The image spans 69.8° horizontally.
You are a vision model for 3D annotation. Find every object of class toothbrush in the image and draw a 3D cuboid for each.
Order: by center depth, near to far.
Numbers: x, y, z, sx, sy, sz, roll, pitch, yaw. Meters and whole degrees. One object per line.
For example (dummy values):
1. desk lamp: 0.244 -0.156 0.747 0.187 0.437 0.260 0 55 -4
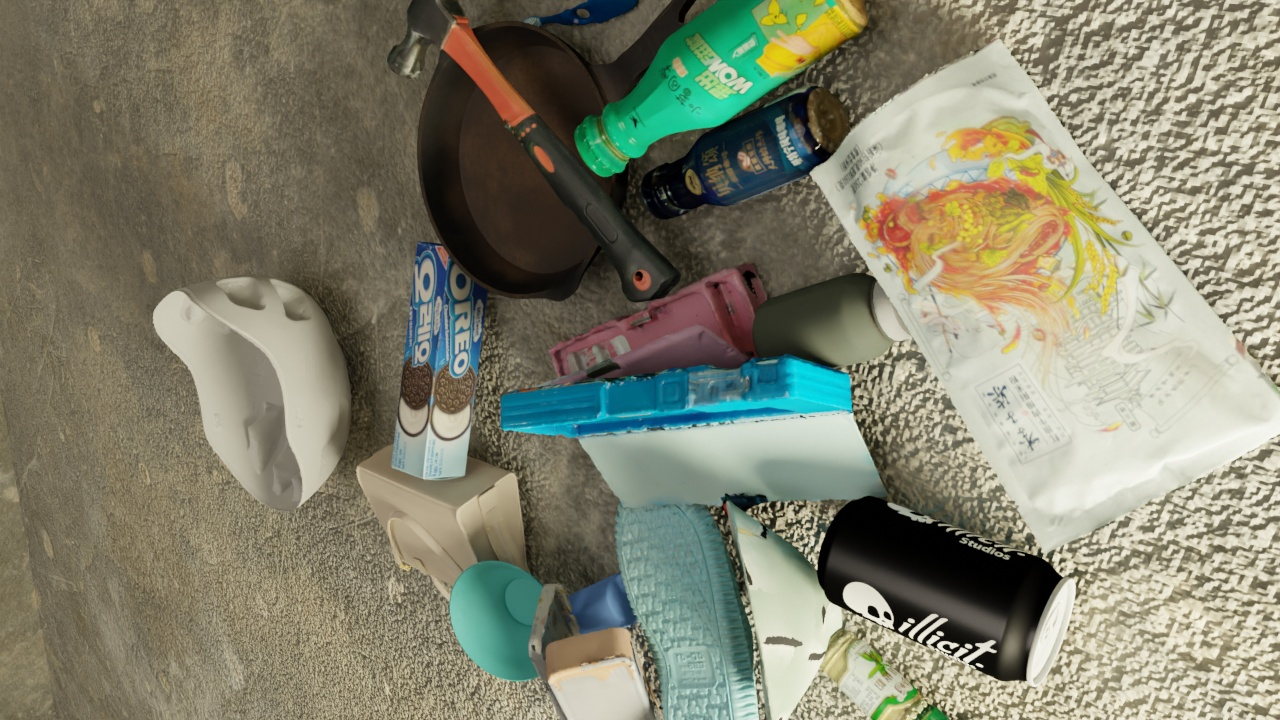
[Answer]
1. toothbrush: -0.053 -0.279 0.741 0.132 0.016 0.021 5 141 41

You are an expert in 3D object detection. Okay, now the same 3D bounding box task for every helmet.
1. helmet: -0.442 0.039 1.079 0.225 0.183 0.282 -12 88 49

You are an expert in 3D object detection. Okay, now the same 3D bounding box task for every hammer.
1. hammer: -0.082 -0.176 0.727 0.333 0.033 0.133 53 126 13

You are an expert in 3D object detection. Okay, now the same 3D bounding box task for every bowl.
1. bowl: 0.111 0.182 0.678 0.068 0.174 0.174 -11 97 4
2. bowl: -0.121 0.242 0.886 0.121 0.046 0.121 5 103 22

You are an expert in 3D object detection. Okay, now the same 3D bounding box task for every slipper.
1. slipper: 0.051 0.232 0.769 0.116 0.069 0.276 -23 73 40

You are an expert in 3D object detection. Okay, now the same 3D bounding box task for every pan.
1. pan: -0.055 -0.193 0.749 0.357 0.043 0.248 -28 84 38

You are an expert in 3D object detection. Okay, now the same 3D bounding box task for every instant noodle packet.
1. instant noodle packet: 0.222 -0.041 0.527 0.147 0.057 0.269 -35 76 21

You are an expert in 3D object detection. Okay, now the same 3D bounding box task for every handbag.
1. handbag: -0.198 0.197 0.981 0.195 0.101 0.198 13 123 39

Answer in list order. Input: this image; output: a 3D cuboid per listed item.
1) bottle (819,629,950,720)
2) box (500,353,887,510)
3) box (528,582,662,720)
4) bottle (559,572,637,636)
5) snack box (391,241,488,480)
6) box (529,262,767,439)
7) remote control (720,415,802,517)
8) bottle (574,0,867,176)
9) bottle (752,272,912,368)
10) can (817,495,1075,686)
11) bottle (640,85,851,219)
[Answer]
1. bottle: 0.181 0.247 0.675 0.110 0.042 0.043 41 127 28
2. box: 0.040 0.048 0.673 0.244 0.174 0.063 -8 56 36
3. box: -0.027 0.301 0.819 0.108 0.094 0.216 4 133 22
4. bottle: -0.050 0.243 0.879 0.131 0.047 0.048 -35 79 43
5. snack box: -0.194 0.001 0.893 0.060 0.059 0.226 12 95 40
6. box: -0.006 0.007 0.731 0.233 0.098 0.099 -19 89 44
7. remote control: 0.099 0.078 0.711 0.045 0.021 0.141 57 137 11
8. bottle: 0.044 -0.193 0.615 0.210 0.068 0.068 -27 84 31
9. bottle: 0.132 -0.025 0.621 0.109 0.060 0.060 -16 92 44
10. can: 0.196 0.148 0.602 0.146 0.080 0.080 18 114 38
11. bottle: 0.068 -0.140 0.646 0.161 0.056 0.056 -15 93 44
